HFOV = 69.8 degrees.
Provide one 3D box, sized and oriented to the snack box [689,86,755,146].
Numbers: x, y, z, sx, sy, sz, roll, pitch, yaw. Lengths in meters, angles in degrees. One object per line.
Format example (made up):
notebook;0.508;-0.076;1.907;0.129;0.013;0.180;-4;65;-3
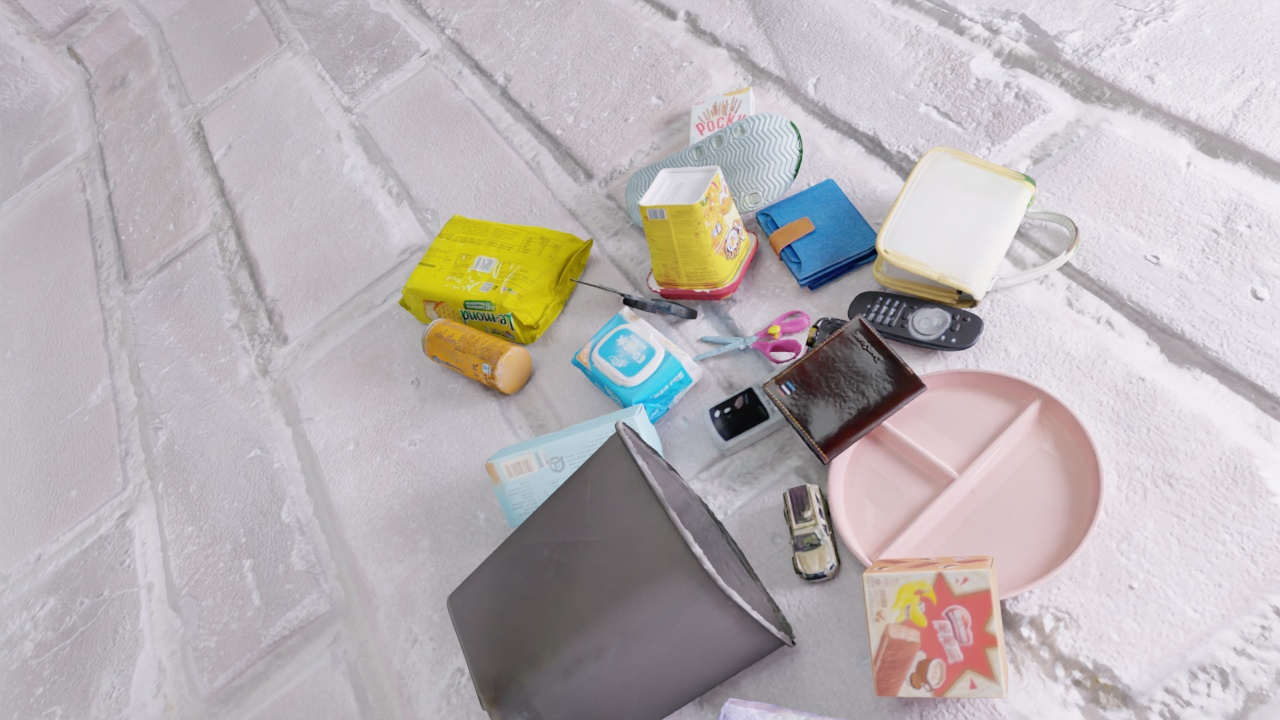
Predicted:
snack box;0.107;-0.288;1.196;0.085;0.027;0.156;-10;53;20

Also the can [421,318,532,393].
can;-0.200;-0.007;1.115;0.146;0.058;0.058;20;66;36

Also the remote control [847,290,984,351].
remote control;0.275;-0.038;0.922;0.136;0.024;0.053;18;64;34

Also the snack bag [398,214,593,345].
snack bag;-0.192;-0.111;1.184;0.247;0.068;0.157;12;62;32

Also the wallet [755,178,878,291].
wallet;0.199;-0.145;1.035;0.106;0.040;0.133;-25;47;2

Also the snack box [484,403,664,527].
snack box;-0.066;0.108;0.941;0.175;0.074;0.051;-18;10;13

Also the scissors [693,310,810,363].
scissors;0.119;-0.015;0.983;0.136;0.017;0.105;-18;36;12

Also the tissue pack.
tissue pack;-0.006;0.006;1.004;0.090;0.063;0.140;-44;49;-8

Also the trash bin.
trash bin;-0.022;0.210;0.784;0.220;0.198;0.199;-39;46;4

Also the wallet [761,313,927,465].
wallet;0.190;0.026;0.863;0.122;0.020;0.096;-36;73;-4

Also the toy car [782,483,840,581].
toy car;0.153;0.155;0.832;0.042;0.035;0.090;-17;52;15

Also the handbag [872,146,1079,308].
handbag;0.346;-0.123;0.939;0.179;0.063;0.163;24;68;22

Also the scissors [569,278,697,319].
scissors;-0.010;-0.072;1.065;0.173;0.159;0.014;13;97;3

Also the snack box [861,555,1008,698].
snack box;0.227;0.202;0.706;0.094;0.077;0.092;-7;83;22

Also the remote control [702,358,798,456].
remote control;0.136;0.041;0.935;0.150;0.021;0.058;-29;48;3

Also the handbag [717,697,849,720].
handbag;0.143;0.332;0.674;0.194;0.075;0.134;1;56;26

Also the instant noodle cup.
instant noodle cup;0.059;-0.146;1.033;0.116;0.124;0.115;3;44;29

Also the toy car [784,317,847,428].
toy car;0.178;0.016;0.895;0.056;0.037;0.122;17;77;14

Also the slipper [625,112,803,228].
slipper;0.090;-0.218;1.110;0.246;0.074;0.104;-13;93;36

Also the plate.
plate;0.281;0.107;0.808;0.230;0.028;0.229;-13;50;16
